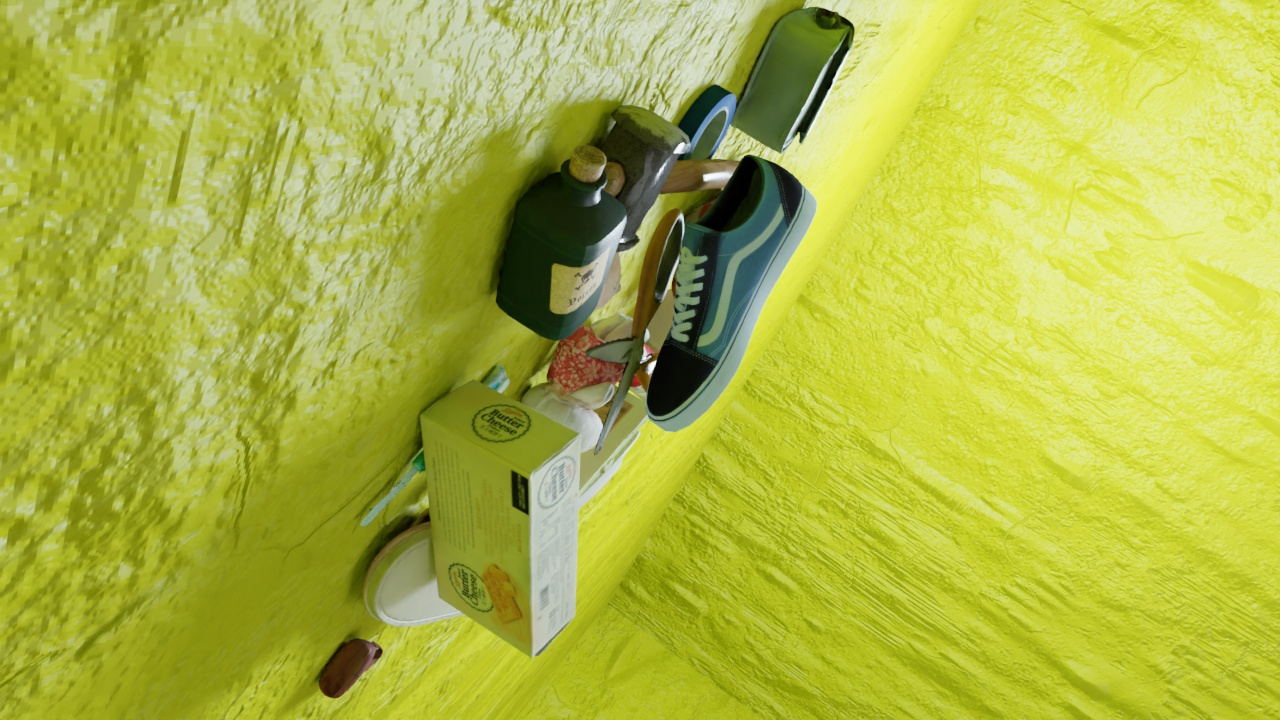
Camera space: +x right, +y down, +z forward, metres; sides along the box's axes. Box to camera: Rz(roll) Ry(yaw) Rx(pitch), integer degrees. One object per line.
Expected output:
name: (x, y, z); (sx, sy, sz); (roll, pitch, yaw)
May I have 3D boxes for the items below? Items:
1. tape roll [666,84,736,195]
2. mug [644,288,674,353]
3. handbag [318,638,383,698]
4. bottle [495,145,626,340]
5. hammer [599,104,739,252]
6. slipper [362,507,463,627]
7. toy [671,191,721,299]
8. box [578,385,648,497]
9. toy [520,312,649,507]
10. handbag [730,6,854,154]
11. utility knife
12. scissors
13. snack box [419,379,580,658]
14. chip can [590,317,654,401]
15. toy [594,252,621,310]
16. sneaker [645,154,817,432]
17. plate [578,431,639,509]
tape roll: (0.053, -0.199, 0.812); (0.092, 0.016, 0.092); (-45, 165, -46)
mug: (0.031, -0.029, 1.102); (0.112, 0.078, 0.097); (-28, 169, 1)
handbag: (-0.261, 0.281, 0.857); (0.055, 0.029, 0.120); (-52, 175, -11)
bottle: (-0.048, -0.080, 0.593); (0.061, 0.061, 0.132); (-49, 168, -43)
hammer: (0.042, -0.152, 0.755); (0.098, 0.052, 0.327); (-59, 166, 24)
slipper: (-0.176, 0.185, 0.842); (0.114, 0.054, 0.274); (-51, 160, -3)
toy: (0.102, -0.138, 1.015); (0.172, 0.093, 0.164); (-47, 165, -47)
box: (-0.084, 0.092, 0.974); (0.128, 0.066, 0.187); (-1, -145, 44)
toy: (-0.063, 0.041, 0.836); (0.194, 0.084, 0.159); (-61, -152, 3)
handbag: (0.154, -0.275, 0.902); (0.105, 0.067, 0.122); (-46, 165, -49)
utility knife: (-0.153, 0.064, 0.691); (0.161, 0.015, 0.022); (-49, 155, -31)
scissors: (0.006, -0.024, 0.800); (0.225, 0.016, 0.230); (10, 95, -69)
snack box: (-0.105, 0.124, 0.703); (0.057, 0.104, 0.208); (-40, 145, -43)
chip can: (-0.006, 0.006, 0.989); (0.052, 0.052, 0.214); (-55, 160, -2)
toy: (-0.041, -0.062, 0.732); (0.063, 0.047, 0.110); (-45, 171, -10)
sneaker: (0.050, -0.062, 0.769); (0.098, 0.083, 0.241); (28, 91, -35)
plate: (-0.088, 0.171, 1.104); (0.242, 0.016, 0.242); (-41, -179, 1)
